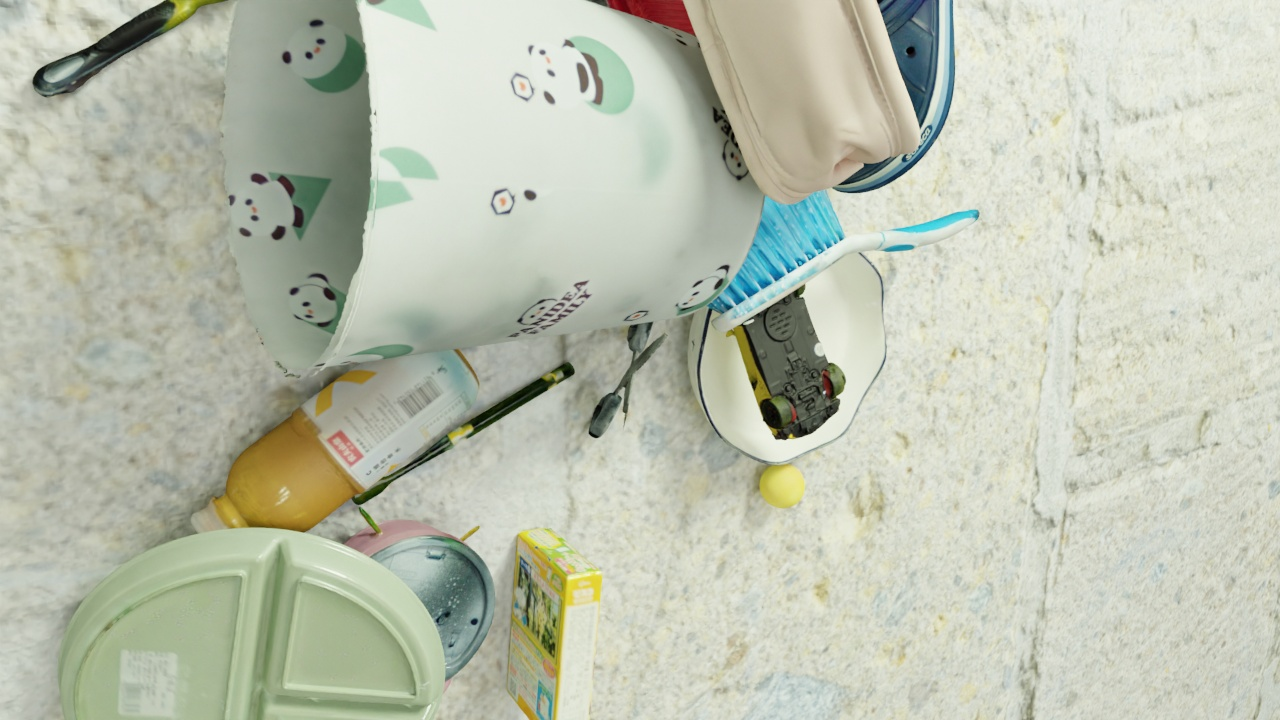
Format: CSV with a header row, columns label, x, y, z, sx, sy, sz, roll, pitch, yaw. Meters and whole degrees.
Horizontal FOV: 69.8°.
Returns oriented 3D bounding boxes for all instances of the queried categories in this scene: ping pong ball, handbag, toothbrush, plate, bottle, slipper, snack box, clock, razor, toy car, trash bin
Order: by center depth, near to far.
label,x,y,z,sx,sy,sz,roll,pitch,yaw
razor,-0.265,-0.186,0.500,0.142,0.022,0.042,-41,87,-12
trash bin,-0.080,-0.112,0.528,0.251,0.230,0.230,-5,106,-38
handbag,0.113,-0.200,0.558,0.233,0.094,0.193,-20,91,-63
plate,-0.238,0.206,0.570,0.230,0.027,0.230,-4,114,-10
bottle,-0.192,0.053,0.584,0.189,0.068,0.068,-39,120,-18
clock,-0.172,0.185,0.639,0.117,0.060,0.158,18,91,-36
toothbrush,-0.125,0.049,0.660,0.185,0.017,0.012,-32,115,-24
snack box,-0.067,0.208,0.695,0.033,0.087,0.140,-4,105,-31
slipper,0.184,-0.260,0.715,0.095,0.105,0.253,2,99,-40
toy car,0.108,-0.013,0.716,0.071,0.041,0.156,-27,100,-25
plate,0.123,-0.015,0.782,0.204,0.046,0.205,-8,106,-30
ping pong ball,0.127,0.112,0.821,0.040,0.040,0.040,-9,108,-31

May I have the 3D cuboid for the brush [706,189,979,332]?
label,x,y,z,sx,sy,sz,roll,pitch,yaw
brush,0.152,-0.099,0.704,0.313,0.061,0.109,-32,90,-34

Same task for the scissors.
label,x,y,z,sx,sy,sz,roll,pitch,yaw
scissors,-0.006,0.009,0.651,0.014,0.181,0.159,23,53,-9

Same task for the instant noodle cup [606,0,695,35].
label,x,y,z,sx,sy,sz,roll,pitch,yaw
instant noodle cup,0.062,-0.290,0.617,0.193,0.066,0.194,-33,140,-34
